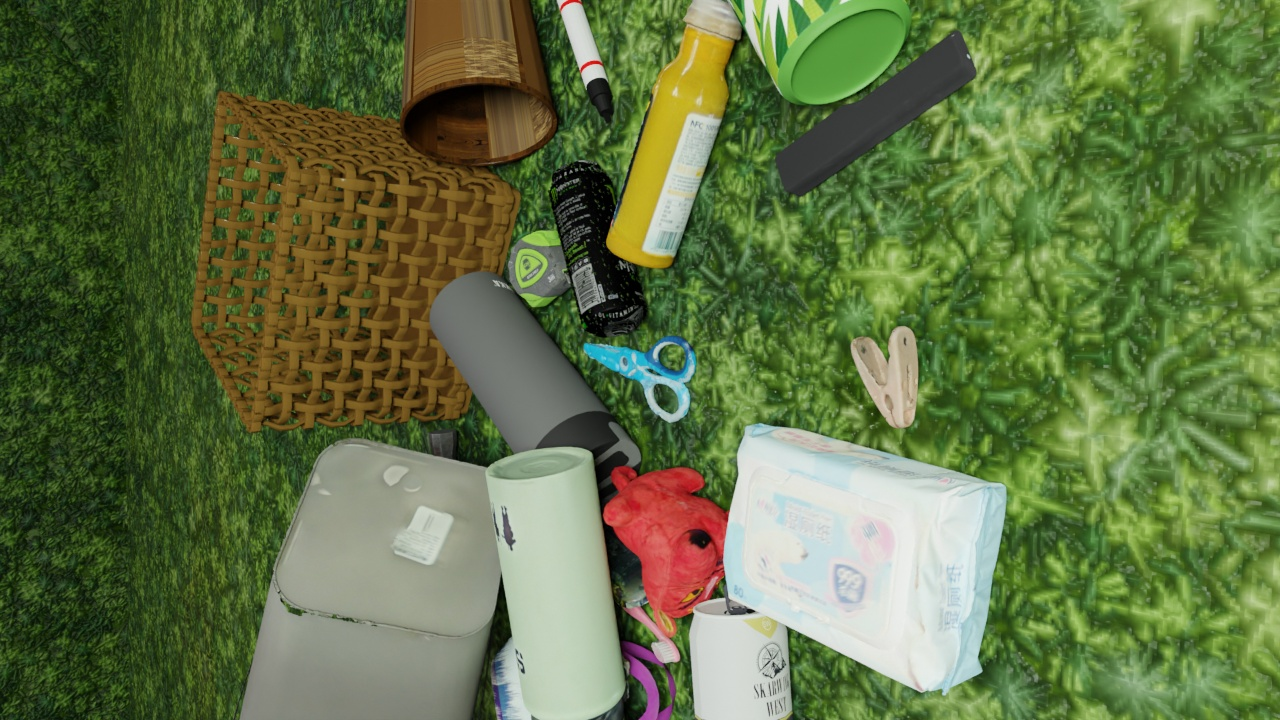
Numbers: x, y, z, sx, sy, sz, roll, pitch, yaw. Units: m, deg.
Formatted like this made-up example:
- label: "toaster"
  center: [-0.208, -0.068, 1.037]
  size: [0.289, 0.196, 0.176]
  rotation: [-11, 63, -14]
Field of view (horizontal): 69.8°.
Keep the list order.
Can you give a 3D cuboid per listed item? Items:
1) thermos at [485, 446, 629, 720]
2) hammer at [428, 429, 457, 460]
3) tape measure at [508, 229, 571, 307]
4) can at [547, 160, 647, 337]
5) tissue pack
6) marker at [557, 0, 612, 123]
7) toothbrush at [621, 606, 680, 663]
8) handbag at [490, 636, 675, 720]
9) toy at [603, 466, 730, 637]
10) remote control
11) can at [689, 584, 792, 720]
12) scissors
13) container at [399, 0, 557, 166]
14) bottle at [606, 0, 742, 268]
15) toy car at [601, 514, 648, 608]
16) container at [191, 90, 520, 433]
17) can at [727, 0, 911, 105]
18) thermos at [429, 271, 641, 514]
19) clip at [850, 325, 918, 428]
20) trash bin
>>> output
- label: "thermos"
  center: [-0.052, 0.182, 0.655]
  size: [0.082, 0.082, 0.231]
  rotation: [4, 105, 50]
- label: "hammer"
  center: [-0.132, 0.136, 0.828]
  size: [0.301, 0.028, 0.111]
  rotation: [7, 102, 60]
- label: "tape measure"
  center: [-0.083, -0.081, 0.799]
  size: [0.066, 0.035, 0.058]
  rotation: [-29, 78, 43]
- label: "can"
  center: [-0.035, -0.087, 0.724]
  size: [0.054, 0.053, 0.137]
  rotation: [-32, 67, 46]
- label: "tissue pack"
  center: [0.118, 0.106, 0.536]
  size: [0.182, 0.069, 0.112]
  rotation: [13, 102, 50]
- label: "marker"
  center: [-0.046, -0.257, 0.758]
  size: [0.019, 0.019, 0.145]
  rotation: [-36, 64, 44]
- label: "toothbrush"
  center: [-0.011, 0.189, 0.734]
  size: [0.135, 0.016, 0.022]
  rotation: [47, 125, 38]
- label: "handbag"
  center: [-0.042, 0.270, 0.747]
  size: [0.170, 0.068, 0.144]
  rotation: [-21, 75, 42]
- label: "toy"
  center: [0.009, 0.129, 0.664]
  size: [0.133, 0.088, 0.094]
  rotation: [40, 132, 44]
- label: "remote control"
  center: [0.135, -0.145, 0.549]
  size: [0.137, 0.015, 0.032]
  rotation: [-31, 68, 46]
- label: "can"
  center: [0.067, 0.212, 0.605]
  size: [0.064, 0.064, 0.127]
  rotation: [-7, 86, 50]
- label: "scissors"
  center: [-0.004, 0.004, 0.726]
  size: [0.135, 0.015, 0.066]
  rotation: [20, 107, 50]
- label: "container"
  center: [-0.147, -0.278, 0.804]
  size: [0.132, 0.132, 0.167]
  rotation: [-26, 66, 48]
- label: "bottle"
  center: [0.026, -0.160, 0.650]
  size: [0.053, 0.053, 0.186]
  rotation: [40, 121, 42]
- label: "toy car"
  center: [-0.019, 0.155, 0.722]
  size: [0.105, 0.048, 0.033]
  rotation: [38, 152, 45]
- label: "container"
  center: [-0.287, -0.095, 0.900]
  size: [0.219, 0.213, 0.252]
  rotation: [39, 120, 42]
- label: "can"
  center: [0.092, -0.231, 0.546]
  size: [0.083, 0.083, 0.144]
  rotation: [-45, 58, 41]
- label: "thermos"
  center: [-0.094, 0.024, 0.776]
  size: [0.240, 0.082, 0.082]
  rotation: [49, 126, 37]
- label: "clip"
  center: [0.142, 0.009, 0.540]
  size: [0.039, 0.024, 0.060]
  rotation: [6, 99, 50]
- label: "trash bin"
  center: [-0.201, 0.197, 0.724]
  size: [0.197, 0.197, 0.221]
  rotation: [-86, 14, -47]
